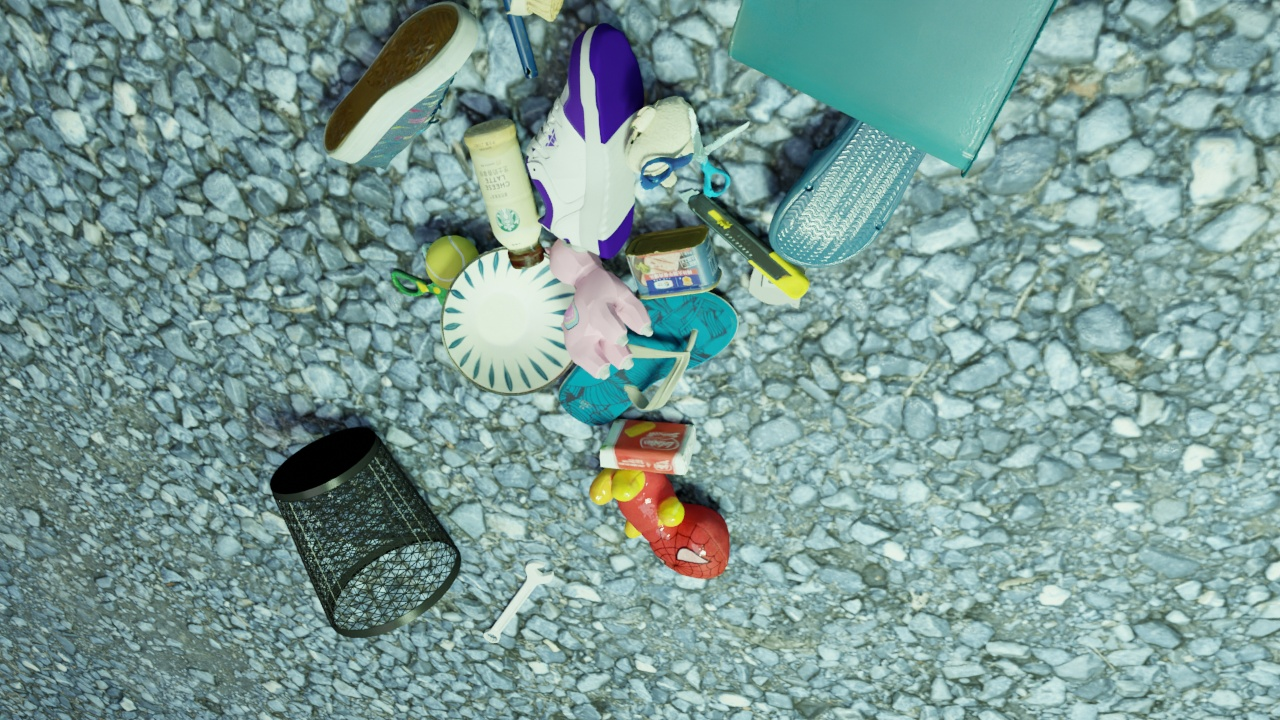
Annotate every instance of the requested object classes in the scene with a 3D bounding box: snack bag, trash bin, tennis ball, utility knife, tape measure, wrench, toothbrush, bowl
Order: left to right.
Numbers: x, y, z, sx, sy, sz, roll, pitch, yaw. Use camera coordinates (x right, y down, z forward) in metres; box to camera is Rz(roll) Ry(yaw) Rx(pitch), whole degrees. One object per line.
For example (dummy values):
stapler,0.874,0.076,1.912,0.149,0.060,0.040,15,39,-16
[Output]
trash bin,-0.417,0.245,1.369,0.217,0.216,0.243,-8,118,24
tennis ball,-0.224,-0.117,1.098,0.065,0.065,0.065,9,129,11
toothbrush,-0.135,-0.369,0.899,0.016,0.017,0.190,-2,127,20
bowl,-0.161,-0.049,1.109,0.177,0.177,0.071,49,166,-21
wrench,-0.212,0.413,1.554,0.047,0.009,0.274,29,130,-6
snack bag,0.011,0.111,1.196,0.116,0.076,0.036,4,123,15
utility knife,0.112,-0.129,0.995,0.174,0.020,0.029,40,112,1
tape measure,0.154,-0.090,1.025,0.062,0.020,0.060,10,130,10
trash bin,0.207,-0.295,0.744,0.219,0.196,0.200,23,129,8

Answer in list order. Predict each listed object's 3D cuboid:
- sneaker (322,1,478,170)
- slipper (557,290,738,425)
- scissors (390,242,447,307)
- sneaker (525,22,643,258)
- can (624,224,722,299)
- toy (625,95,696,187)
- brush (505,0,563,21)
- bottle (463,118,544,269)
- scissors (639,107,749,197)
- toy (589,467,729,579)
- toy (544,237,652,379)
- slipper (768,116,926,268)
sneaker,-0.242,-0.285,0.977,0.236,0.087,0.079,-32,147,31
slipper,-0.007,0.007,1.132,0.118,0.060,0.296,42,128,-12
scissors,-0.256,-0.097,1.160,0.125,0.011,0.128,22,131,2
sneaker,-0.067,-0.229,0.952,0.111,0.091,0.245,18,128,21
can,0.035,-0.110,1.027,0.100,0.053,0.059,-6,124,22
toy,0.019,-0.227,0.926,0.087,0.050,0.112,-49,136,7
brush,-0.128,-0.440,0.822,0.077,0.062,0.272,-15,118,9
bottle,-0.146,-0.181,1.016,0.057,0.056,0.162,-3,120,20
scissors,0.056,-0.203,0.931,0.133,0.014,0.127,-27,145,-9
toy,0.038,0.216,1.250,0.216,0.098,0.148,41,163,-13
toy,-0.058,-0.066,1.054,0.157,0.067,0.124,51,136,18
slipper,0.214,-0.181,0.911,0.104,0.059,0.214,30,116,-13
